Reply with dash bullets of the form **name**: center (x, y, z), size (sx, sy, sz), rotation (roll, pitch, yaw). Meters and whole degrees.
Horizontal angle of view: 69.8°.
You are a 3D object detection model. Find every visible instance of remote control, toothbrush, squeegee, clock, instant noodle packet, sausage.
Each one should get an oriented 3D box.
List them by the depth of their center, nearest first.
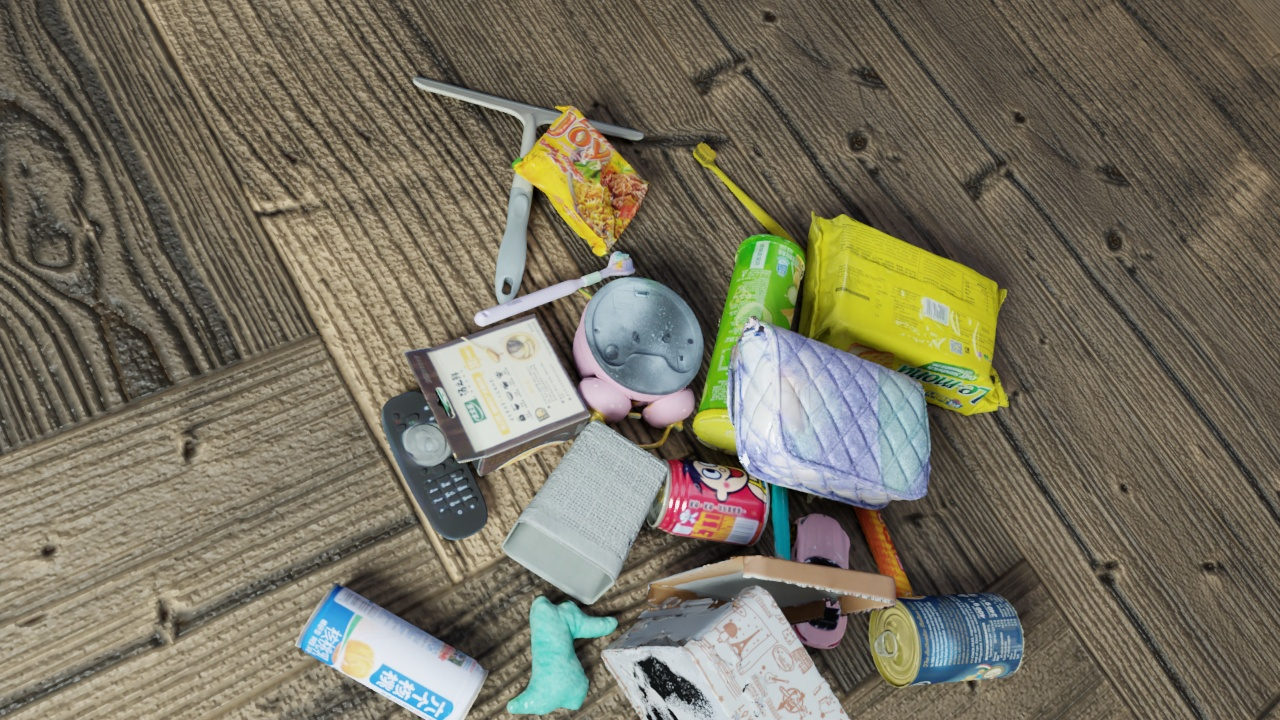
- **remote control**: center (-0.173, 0.089, 0.768), size (0.053, 0.024, 0.136), rotation (-22, 73, -28)
- **clock**: center (-0.005, 0.005, 0.838), size (0.117, 0.060, 0.158), rotation (6, 65, -24)
- **toothbrush**: center (-0.077, -0.066, 0.853), size (0.188, 0.021, 0.029), rotation (-27, 70, -40)
- **sausage**: center (0.218, 0.153, 0.865), size (0.021, 0.022, 0.165), rotation (-11, 70, -22)
- **instant noodle packet**: center (-0.054, -0.181, 0.897), size (0.128, 0.044, 0.110), rotation (44, 52, -17)
- **squeegee**: center (-0.117, -0.168, 0.900), size (0.246, 0.039, 0.246), rotation (11, 63, -13)
- **toothbrush**: center (0.126, -0.165, 0.989), size (0.015, 0.017, 0.190), rotation (-39, 82, -28)

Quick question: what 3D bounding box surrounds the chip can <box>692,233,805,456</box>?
- **chip can**: center (0.108, -0.021, 0.884), size (0.072, 0.073, 0.220), rotation (21, 61, -8)

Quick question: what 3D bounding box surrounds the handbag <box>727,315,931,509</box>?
- **handbag**: center (0.165, 0.051, 0.804), size (0.193, 0.076, 0.134), rotation (20, 61, -30)

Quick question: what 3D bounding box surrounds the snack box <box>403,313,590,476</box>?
- **snack box**: center (-0.124, 0.029, 0.791), size (0.125, 0.053, 0.113), rotation (-21, 67, -24)

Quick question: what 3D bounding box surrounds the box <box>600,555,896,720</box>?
- **box**: center (0.089, 0.213, 0.703), size (0.177, 0.183, 0.153), rotation (-29, 86, -28)

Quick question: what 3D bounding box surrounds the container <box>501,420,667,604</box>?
- **container**: center (-0.042, 0.122, 0.759), size (0.090, 0.090, 0.114), rotation (33, 57, -1)

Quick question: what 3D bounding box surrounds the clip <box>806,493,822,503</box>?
- **clip**: center (0.179, 0.093, 0.869), size (0.104, 0.035, 0.083), rotation (-40, 84, -24)

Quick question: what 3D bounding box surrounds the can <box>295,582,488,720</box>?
- **can**: center (-0.184, 0.222, 0.685), size (0.134, 0.053, 0.053), rotation (30, 60, -2)

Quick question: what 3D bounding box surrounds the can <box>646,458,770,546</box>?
- **can**: center (0.058, 0.123, 0.802), size (0.093, 0.067, 0.066), rotation (11, 63, -12)

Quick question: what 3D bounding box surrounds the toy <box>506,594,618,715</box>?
- **toy**: center (-0.062, 0.233, 0.734), size (0.096, 0.030, 0.091), rotation (3, 67, -23)

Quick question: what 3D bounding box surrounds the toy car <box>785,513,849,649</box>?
- **toy car**: center (0.160, 0.195, 0.819), size (0.056, 0.037, 0.122), rotation (16, 61, -12)

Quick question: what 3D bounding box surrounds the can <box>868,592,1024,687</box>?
- **can**: center (0.269, 0.244, 0.807), size (0.111, 0.075, 0.075), rotation (1, 65, -18)

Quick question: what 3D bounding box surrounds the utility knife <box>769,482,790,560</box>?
- **utility knife**: center (0.123, 0.110, 0.818), size (0.029, 0.013, 0.207), rotation (55, 26, -31)

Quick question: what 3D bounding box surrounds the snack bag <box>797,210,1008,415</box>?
- **snack bag**: center (0.275, -0.049, 0.947), size (0.246, 0.068, 0.157), rotation (18, 63, -15)
